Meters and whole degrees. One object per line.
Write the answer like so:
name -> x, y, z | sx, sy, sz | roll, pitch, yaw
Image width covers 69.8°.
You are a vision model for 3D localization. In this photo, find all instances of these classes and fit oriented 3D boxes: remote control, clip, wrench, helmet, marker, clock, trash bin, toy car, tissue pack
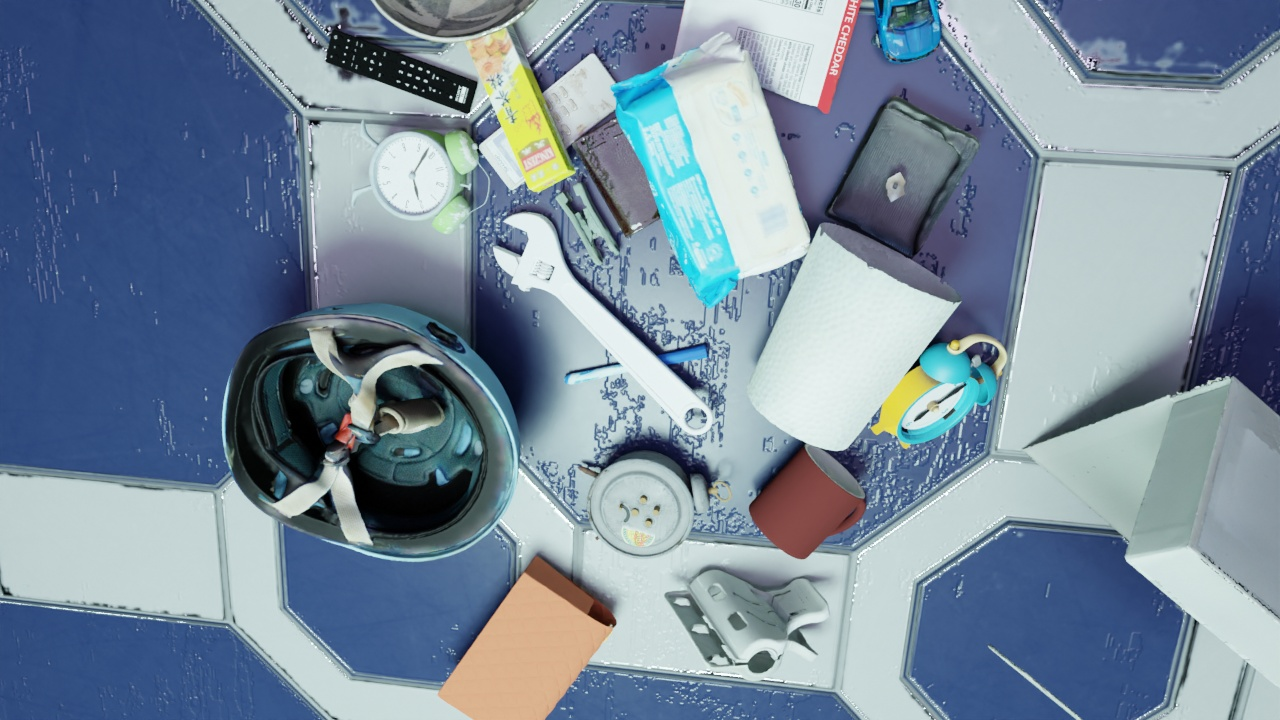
remote control -> -0.217, -0.262, 0.833 | 0.140, 0.009, 0.030 | 20, 107, 1
clip -> 0.107, 0.251, 0.884 | 0.144, 0.124, 0.075 | 1, 111, -19
wrench -> -0.032, -0.031, 0.861 | 0.273, 0.018, 0.066 | 45, 105, -2
clip -> -0.047, -0.125, 0.844 | 0.045, 0.023, 0.076 | -29, 98, 15
helmet -> -0.226, 0.054, 0.838 | 0.265, 0.166, 0.226 | 26, 109, 1
marker -> -0.005, 0.005, 0.880 | 0.142, 0.013, 0.013 | -12, 103, 10
remote control -> -0.080, -0.214, 0.828 | 0.136, 0.011, 0.050 | -35, 99, 14
clock -> -0.196, -0.169, 0.839 | 0.119, 0.042, 0.094 | 15, 108, 3
trash bin -> 0.175, -0.017, 0.795 | 0.133, 0.133, 0.162 | 26, 112, -1
toy car -> 0.213, -0.306, 0.751 | 0.056, 0.043, 0.120 | -11, 104, 10
clock -> 0.015, 0.136, 0.891 | 0.148, 0.056, 0.104 | -10, 104, 12
tissue pack -> 0.064, -0.155, 0.775 | 0.117, 0.066, 0.209 | -25, 111, 0
clock -> 0.268, 0.027, 0.818 | 0.099, 0.043, 0.130 | 23, 118, -44

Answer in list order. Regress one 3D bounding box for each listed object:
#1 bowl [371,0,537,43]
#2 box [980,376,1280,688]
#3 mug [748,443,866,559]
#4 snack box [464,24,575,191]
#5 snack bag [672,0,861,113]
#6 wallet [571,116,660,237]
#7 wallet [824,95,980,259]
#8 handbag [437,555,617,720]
bowl -> -0.148, -0.355, 0.761 | 0.178, 0.081, 0.178 | 2, 105, 7
box -> 0.440, 0.120, 0.793 | 0.167, 0.380, 0.172 | 40, 89, -5
mug -> 0.167, 0.139, 0.871 | 0.105, 0.073, 0.083 | 29, 109, -32
snack box -> -0.106, -0.225, 0.807 | 0.040, 0.029, 0.148 | -23, 92, 15
snack bag -> 0.106, -0.290, 0.766 | 0.144, 0.039, 0.131 | 18, 115, 11
wallet -> 0.014, -0.180, 0.819 | 0.120, 0.031, 0.099 | -28, 103, 11
wallet -> 0.224, -0.157, 0.794 | 0.089, 0.026, 0.115 | 28, 98, 0
handbag -> -0.114, 0.302, 0.949 | 0.109, 0.060, 0.172 | 35, 104, 2
